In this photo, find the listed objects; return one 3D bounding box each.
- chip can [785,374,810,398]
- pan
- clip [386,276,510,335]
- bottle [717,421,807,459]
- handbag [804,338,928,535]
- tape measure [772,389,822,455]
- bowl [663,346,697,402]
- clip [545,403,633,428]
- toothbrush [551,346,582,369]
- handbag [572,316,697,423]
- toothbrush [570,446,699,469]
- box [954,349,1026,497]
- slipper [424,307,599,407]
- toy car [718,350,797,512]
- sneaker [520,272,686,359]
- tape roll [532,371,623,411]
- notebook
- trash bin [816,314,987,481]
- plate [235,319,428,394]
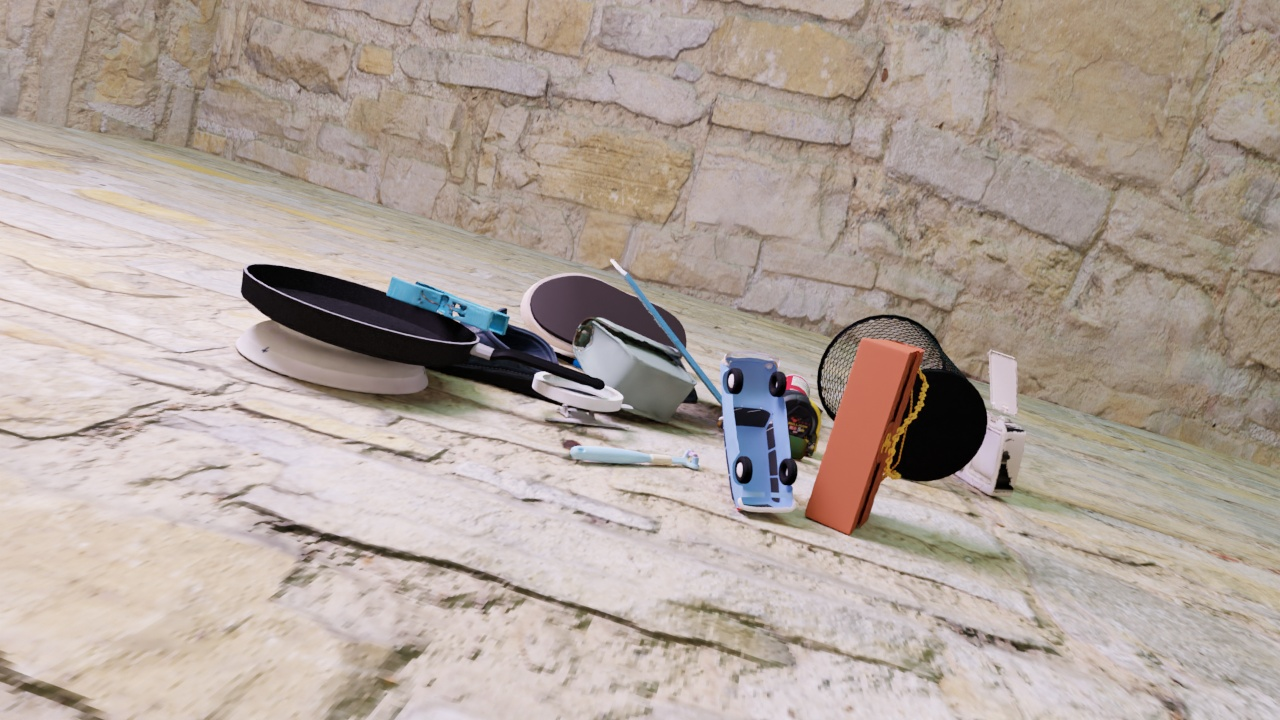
[{"bbox_3d":[0.214,0.058,1.305,0.052,0.052,0.214,18,9,9],"label":"chip can"},{"bbox_3d":[-0.207,-0.022,0.890,0.356,0.034,0.225,19,7,-4],"label":"pan"},{"bbox_3d":[-0.207,-0.059,0.935,0.130,0.030,0.120,21,1,32],"label":"clip"},{"bbox_3d":[0.141,0.089,1.068,0.106,0.025,0.025,17,9,5],"label":"bottle"},{"bbox_3d":[0.222,0.069,0.859,0.060,0.172,0.108,20,10,25],"label":"handbag"},{"bbox_3d":[0.181,0.073,1.099,0.071,0.072,0.042,13,13,-5],"label":"tape measure"},{"bbox_3d":[0.020,0.008,1.251,0.137,0.057,0.137,16,9,-3],"label":"bowl"},{"bbox_3d":[-0.060,0.041,0.958,0.101,0.052,0.059,10,24,-37],"label":"clip"},{"bbox_3d":[-0.075,0.008,1.221,0.168,0.014,0.014,23,0,33],"label":"toothbrush"},{"bbox_3d":[-0.006,0.006,1.042,0.121,0.067,0.106,22,21,-45],"label":"handbag"},{"bbox_3d":[-0.002,0.089,0.850,0.154,0.016,0.022,9,52,-41],"label":"toothbrush"},{"bbox_3d":[0.451,0.075,1.209,0.044,0.184,0.143,6,9,-11],"label":"box"},{"bbox_3d":[-0.162,-0.021,1.030,0.265,0.083,0.108,15,11,2],"label":"slipper"},{"bbox_3d":[0.103,0.065,0.831,0.056,0.153,0.055,4,-25,-16],"label":"toy car"},{"bbox_3d":[-0.072,-0.049,1.329,0.117,0.111,0.293,-13,-17,43],"label":"sneaker"},{"bbox_3d":[-0.064,0.031,0.933,0.093,0.013,0.093,16,9,-3],"label":"tape roll"},{"bbox_3d":[0.048,-0.018,1.144,0.253,0.009,0.181,52,2,-14],"label":"notebook"},{"bbox_3d":[0.345,0.052,1.205,0.184,0.184,0.210,15,15,-5],"label":"trash bin"},{"bbox_3d":[-0.295,-0.012,0.896,0.182,0.034,0.182,16,9,-3],"label":"plate"}]
